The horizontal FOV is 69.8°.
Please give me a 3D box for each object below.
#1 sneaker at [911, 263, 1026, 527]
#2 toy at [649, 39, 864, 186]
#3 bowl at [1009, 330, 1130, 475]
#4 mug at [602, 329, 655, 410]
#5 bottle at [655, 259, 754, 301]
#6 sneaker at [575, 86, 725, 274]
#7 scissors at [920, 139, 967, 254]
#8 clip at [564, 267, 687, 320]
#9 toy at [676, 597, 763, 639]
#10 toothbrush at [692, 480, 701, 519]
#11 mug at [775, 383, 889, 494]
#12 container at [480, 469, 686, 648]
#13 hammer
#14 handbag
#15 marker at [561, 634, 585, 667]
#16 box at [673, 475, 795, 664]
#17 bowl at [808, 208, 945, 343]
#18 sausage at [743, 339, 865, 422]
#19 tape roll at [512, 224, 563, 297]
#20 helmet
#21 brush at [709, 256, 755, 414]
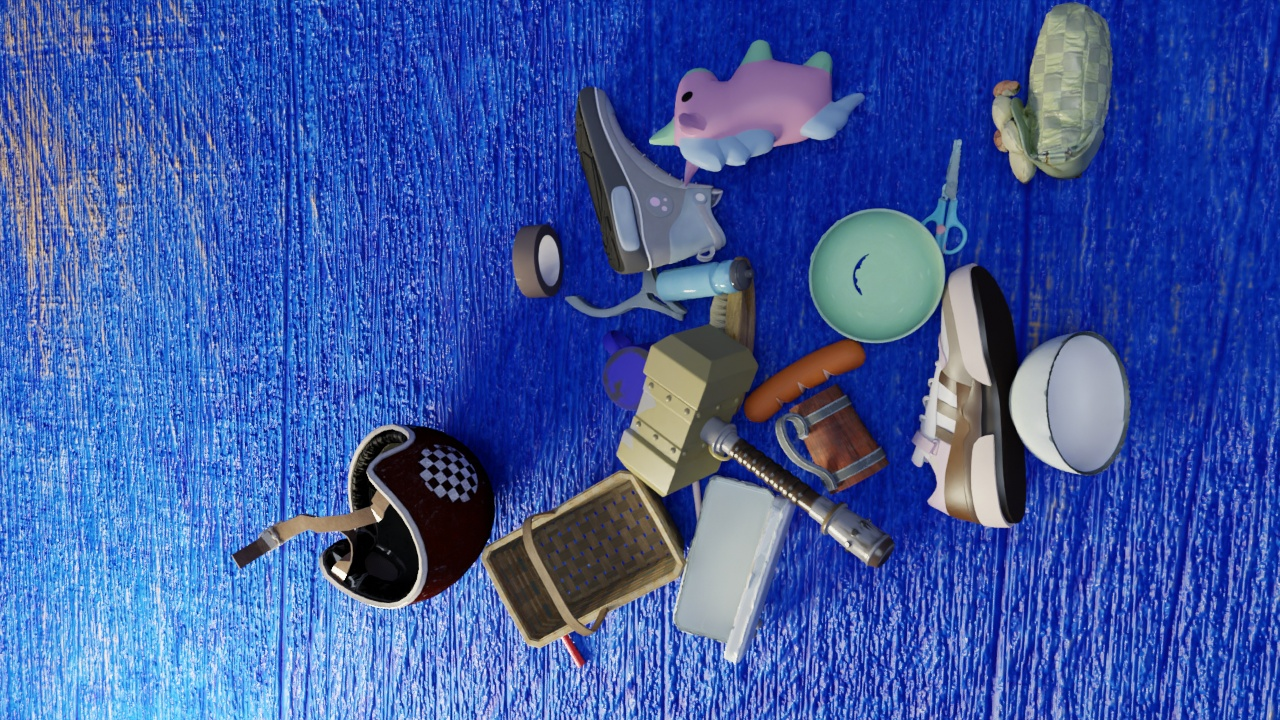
[{"bbox_3d":[0.360,0.041,1.047,0.117,0.111,0.294,-6,94,39],"label":"sneaker"},{"bbox_3d":[0.135,-0.282,1.057,0.222,0.120,0.170,14,66,14],"label":"toy"},{"bbox_3d":[0.456,0.046,0.995,0.073,0.153,0.153,-5,94,57],"label":"bowl"},{"bbox_3d":[-0.007,0.007,1.162,0.079,0.083,0.111,-43,81,17],"label":"mug"},{"bbox_3d":[0.080,-0.097,1.103,0.130,0.040,0.040,-5,93,39],"label":"bottle"},{"bbox_3d":[0.013,-0.234,1.141,0.160,0.093,0.256,-10,72,-10],"label":"sneaker"},{"bbox_3d":[0.357,-0.188,1.063,0.055,0.015,0.136,10,101,19],"label":"scissors"},{"bbox_3d":[-0.035,-0.094,1.194,0.165,0.031,0.169,-31,83,20],"label":"clip"},{"bbox_3d":[0.104,0.319,1.183,0.112,0.030,0.049,28,112,14],"label":"toy"},{"bbox_3d":[0.072,0.136,1.185,0.018,0.015,0.181,-6,93,13],"label":"toothbrush"},{"bbox_3d":[0.220,0.098,1.084,0.111,0.117,0.082,62,145,8],"label":"mug"},{"bbox_3d":[-0.077,0.251,1.153,0.250,0.186,0.157,-31,85,18],"label":"container"},{"bbox_3d":[0.139,0.119,1.023,0.325,0.100,0.191,35,123,30],"label":"hammer"},{"bbox_3d":[0.437,-0.283,0.984,0.117,0.113,0.186,6,94,31],"label":"handbag"},{"bbox_3d":[-0.119,0.361,1.270,0.013,0.012,0.142,-34,84,18],"label":"marker"},{"bbox_3d":[0.117,0.255,1.114,0.130,0.105,0.210,12,88,7],"label":"box"},{"bbox_3d":[0.274,-0.097,1.063,0.151,0.077,0.151,2,95,18],"label":"bowl"},{"bbox_3d":[0.197,0.023,1.120,0.164,0.039,0.044,-32,82,18],"label":"sausage"},{"bbox_3d":[-0.132,-0.128,1.186,0.030,0.093,0.094,-1,94,18],"label":"tape roll"},{"bbox_3d":[-0.320,0.205,1.196,0.234,0.252,0.234,40,120,8],"label":"helmet"},{"bbox_3d":[0.112,-0.030,1.132,0.043,0.059,0.195,5,92,29],"label":"brush"}]
